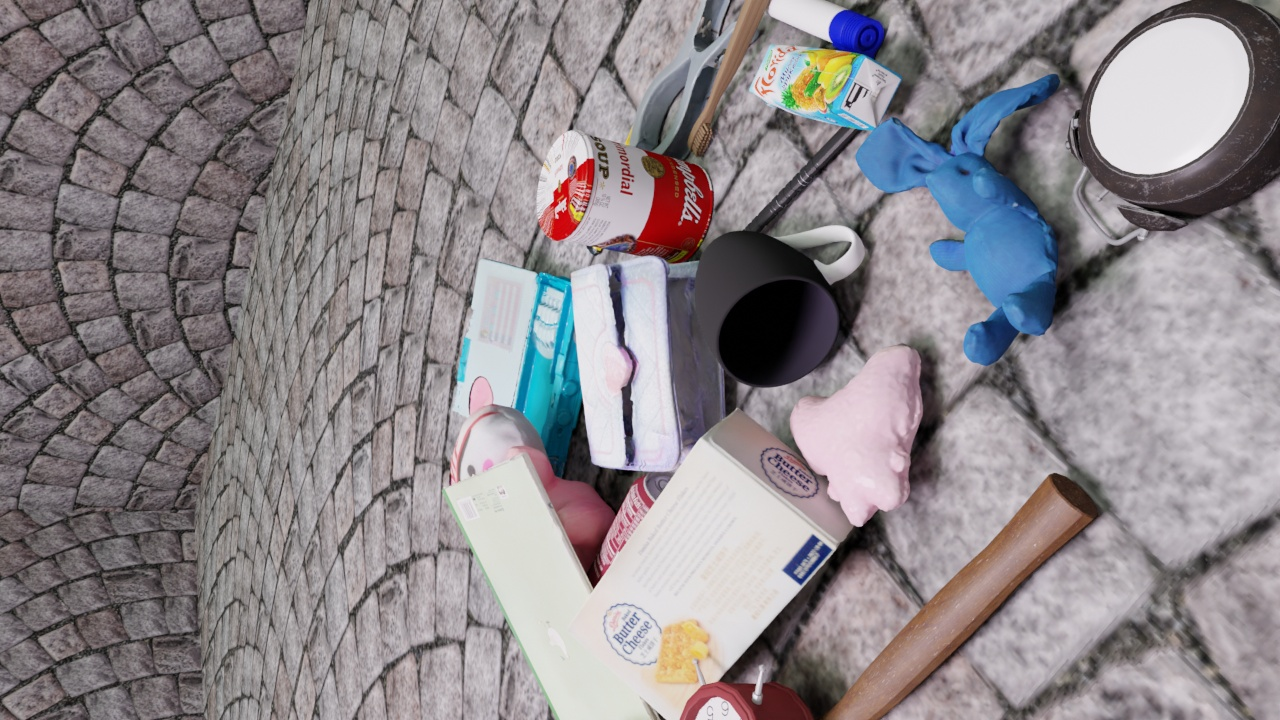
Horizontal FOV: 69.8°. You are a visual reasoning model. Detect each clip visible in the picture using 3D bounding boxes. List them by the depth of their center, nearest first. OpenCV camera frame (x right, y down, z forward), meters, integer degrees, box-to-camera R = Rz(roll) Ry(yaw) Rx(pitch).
[{"bbox_3d":[0.044,-0.216,0.756,0.164,0.028,0.107,-59,40,33],"label":"clip"}]

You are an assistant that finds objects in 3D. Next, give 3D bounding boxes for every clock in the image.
[{"bbox_3d":[0.238,-0.108,0.408,0.123,0.043,0.091,-52,43,39],"label":"clock"},{"bbox_3d":[0.063,0.252,0.548,0.096,0.048,0.137,-22,61,56],"label":"clock"}]

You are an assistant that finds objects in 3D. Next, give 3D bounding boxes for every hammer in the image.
[{"bbox_3d":[0.138,0.186,0.520,0.324,0.033,0.115,-60,37,30],"label":"hammer"},{"bbox_3d":[0.068,-0.087,0.695,0.326,0.015,0.094,-45,36,41],"label":"hammer"}]

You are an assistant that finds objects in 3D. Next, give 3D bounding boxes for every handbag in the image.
[{"bbox_3d":[-0.004,0.004,0.700,0.127,0.069,0.158,-2,93,47],"label":"handbag"}]

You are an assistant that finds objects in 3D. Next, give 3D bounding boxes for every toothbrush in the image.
[{"bbox_3d":[0.069,-0.225,0.701,0.167,0.016,0.016,115,142,-46],"label":"toothbrush"}]

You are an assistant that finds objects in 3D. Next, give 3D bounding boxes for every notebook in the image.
[{"bbox_3d":[-0.079,0.206,0.763,0.182,0.010,0.252,-27,90,54],"label":"notebook"}]

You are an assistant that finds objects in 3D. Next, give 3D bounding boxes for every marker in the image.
[{"bbox_3d":[0.120,-0.240,0.643,0.133,0.023,0.027,-129,32,-49],"label":"marker"}]

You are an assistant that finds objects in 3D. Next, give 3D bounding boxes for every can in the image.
[{"bbox_3d":[0.004,0.144,0.709,0.114,0.063,0.063,-64,36,26],"label":"can"},{"bbox_3d":[-0.013,-0.130,0.743,0.087,0.116,0.086,-18,69,55],"label":"can"}]

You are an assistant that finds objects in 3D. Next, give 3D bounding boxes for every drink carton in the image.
[{"bbox_3d":[0.118,-0.183,0.606,0.044,0.038,0.129,-65,27,12],"label":"drink carton"}]

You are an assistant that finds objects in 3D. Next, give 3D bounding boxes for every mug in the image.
[{"bbox_3d":[0.090,-0.053,0.613,0.119,0.085,0.100,-37,33,11],"label":"mug"}]

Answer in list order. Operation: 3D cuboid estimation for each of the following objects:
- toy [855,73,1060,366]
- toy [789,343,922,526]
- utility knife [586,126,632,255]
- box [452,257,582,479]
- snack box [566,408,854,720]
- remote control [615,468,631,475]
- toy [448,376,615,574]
[{"bbox_3d":[0.180,-0.077,0.473,0.113,0.071,0.176,-46,39,43],"label":"toy"},{"bbox_3d":[0.130,0.048,0.537,0.099,0.052,0.095,-39,45,41],"label":"toy"},{"bbox_3d":[-0.019,-0.171,0.859,0.030,0.017,0.163,49,122,39],"label":"utility knife"},{"bbox_3d":[-0.122,0.020,0.942,0.185,0.056,0.227,21,102,46],"label":"box"},{"bbox_3d":[0.043,0.141,0.609,0.104,0.057,0.208,39,123,12],"label":"snack box"},{"bbox_3d":[0.012,0.042,0.756,0.151,0.022,0.047,-48,46,42],"label":"remote control"},{"bbox_3d":[-0.102,0.120,0.818,0.213,0.084,0.142,35,132,35],"label":"toy"}]
